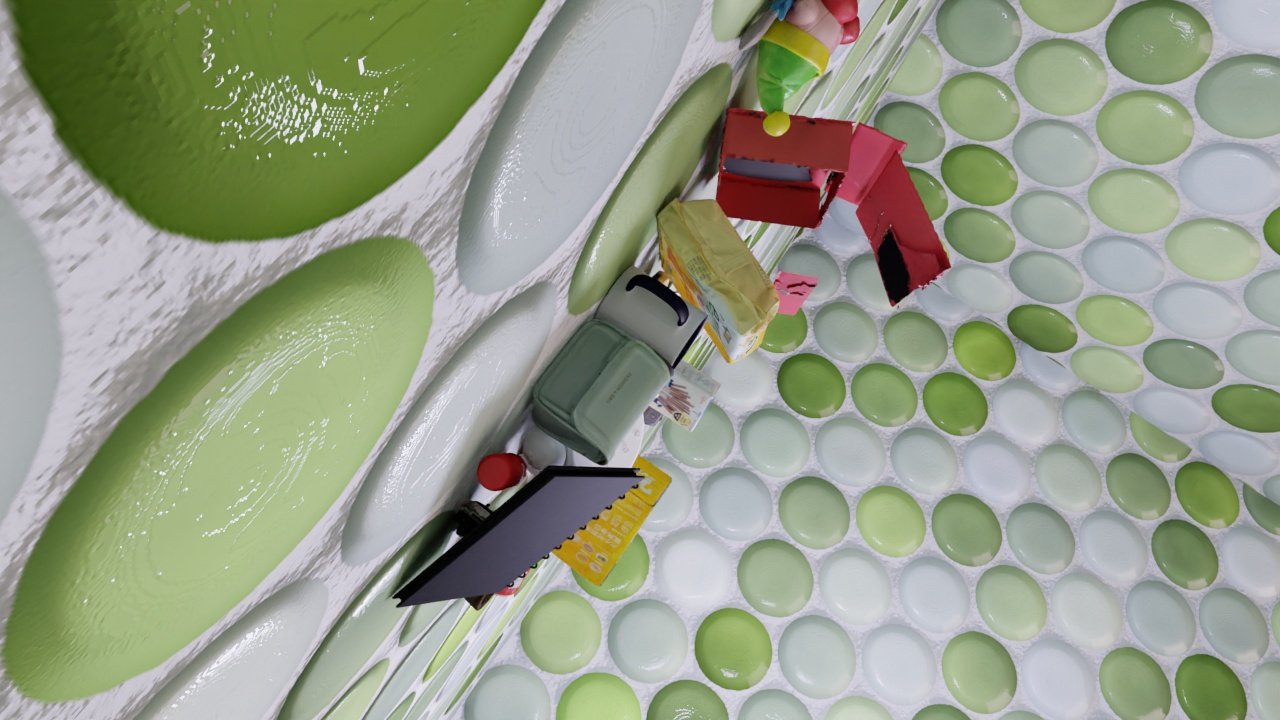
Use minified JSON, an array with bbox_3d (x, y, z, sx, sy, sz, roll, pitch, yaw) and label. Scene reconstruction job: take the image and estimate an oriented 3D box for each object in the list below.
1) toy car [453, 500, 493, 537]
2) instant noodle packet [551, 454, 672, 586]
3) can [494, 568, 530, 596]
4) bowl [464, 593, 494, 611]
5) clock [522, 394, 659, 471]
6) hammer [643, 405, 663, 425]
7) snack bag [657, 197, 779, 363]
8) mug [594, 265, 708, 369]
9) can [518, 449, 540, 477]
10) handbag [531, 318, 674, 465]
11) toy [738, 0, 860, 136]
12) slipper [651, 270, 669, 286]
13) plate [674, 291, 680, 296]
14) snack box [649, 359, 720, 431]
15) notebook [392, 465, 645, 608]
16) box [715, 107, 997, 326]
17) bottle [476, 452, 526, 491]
[{"bbox_3d":[-0.168,0.175,0.974,0.040,0.048,0.113,-49,173,-24],"label":"toy car"},{"bbox_3d":[-0.079,0.215,1.326,0.222,0.163,0.084,-60,174,33],"label":"instant noodle packet"},{"bbox_3d":[-0.168,0.253,1.286,0.170,0.067,0.067,-58,173,22],"label":"can"},{"bbox_3d":[-0.187,0.243,1.137,0.121,0.056,0.121,-55,174,-10],"label":"bowl"},{"bbox_3d":[-0.051,0.081,1.006,0.160,0.073,0.125,-49,132,-31],"label":"clock"},{"bbox_3d":[0.022,0.033,1.281,0.147,0.028,0.316,-52,-174,14],"label":"hammer"},{"bbox_3d":[0.087,-0.087,1.018,0.068,0.159,0.247,-35,172,-2],"label":"snack bag"},{"bbox_3d":[0.013,-0.049,0.964,0.078,0.097,0.112,-53,173,-24],"label":"mug"},{"bbox_3d":[-0.087,0.094,1.079,0.104,0.067,0.068,-52,172,-29],"label":"can"},{"bbox_3d":[-0.041,0.029,0.928,0.121,0.106,0.067,-53,170,-25],"label":"handbag"},{"bbox_3d":[0.143,-0.280,0.831,0.131,0.097,0.124,-37,169,6],"label":"toy"},{"bbox_3d":[-0.007,0.007,1.144,0.099,0.078,0.264,-38,159,-39],"label":"slipper"},{"bbox_3d":[-0.004,-0.021,1.292,0.187,0.016,0.186,-58,168,16],"label":"plate"},{"bbox_3d":[0.012,0.016,1.047,0.026,0.150,0.082,-55,175,-37],"label":"snack box"},{"bbox_3d":[-0.118,0.179,0.937,0.232,0.019,0.169,-40,155,21],"label":"notebook"},{"bbox_3d":[0.226,-0.169,0.994,0.124,0.315,0.211,-58,175,-6],"label":"box"},{"bbox_3d":[-0.137,0.113,0.942,0.036,0.036,0.119,-56,174,-1],"label":"bottle"}]
